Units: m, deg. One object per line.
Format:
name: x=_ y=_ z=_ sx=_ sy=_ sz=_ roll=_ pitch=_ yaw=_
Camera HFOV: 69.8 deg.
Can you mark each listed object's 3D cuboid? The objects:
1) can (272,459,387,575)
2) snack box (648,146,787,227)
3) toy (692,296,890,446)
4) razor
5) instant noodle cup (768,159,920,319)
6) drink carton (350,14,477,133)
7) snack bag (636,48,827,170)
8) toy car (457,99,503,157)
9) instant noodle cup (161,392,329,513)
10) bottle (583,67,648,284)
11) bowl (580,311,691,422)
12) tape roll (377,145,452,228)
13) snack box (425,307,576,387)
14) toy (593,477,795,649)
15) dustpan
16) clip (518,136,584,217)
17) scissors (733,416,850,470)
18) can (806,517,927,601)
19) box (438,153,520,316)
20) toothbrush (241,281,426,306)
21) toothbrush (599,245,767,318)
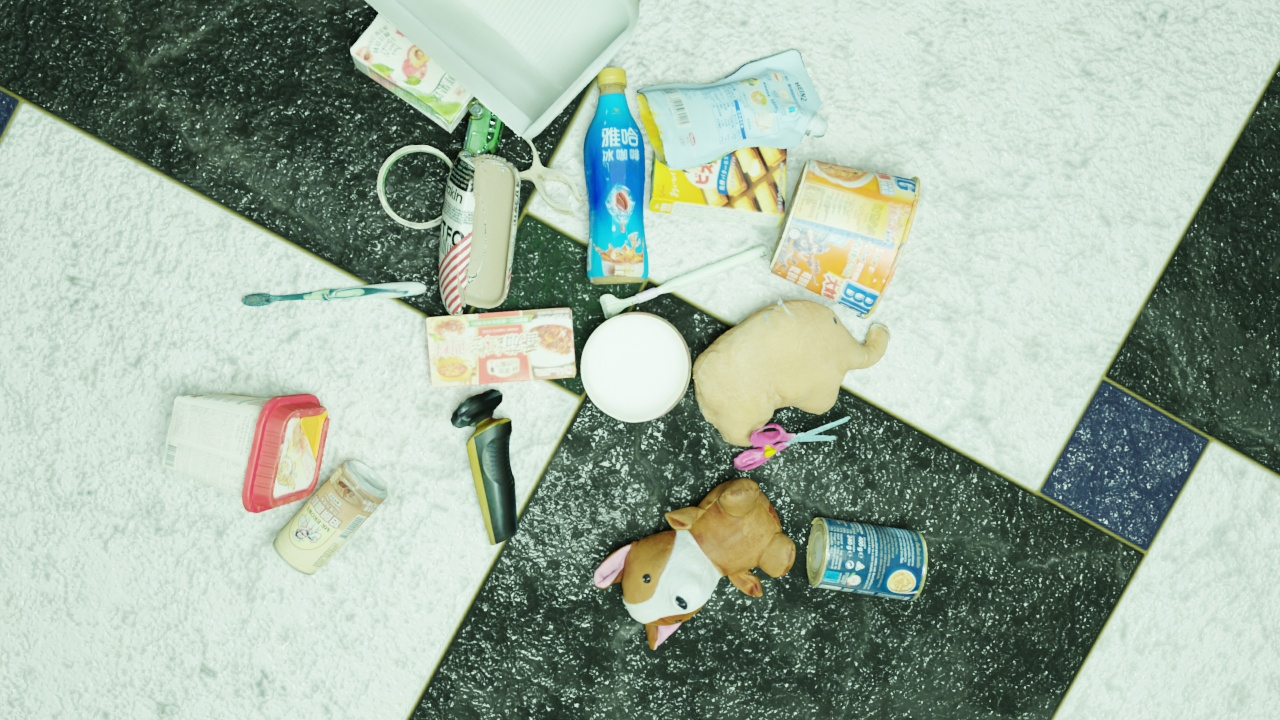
can: x=-0.322 y=0.163 z=0.955 sx=0.058 sy=0.058 sz=0.116 roll=43 pitch=91 yaw=-5
snack box: x=0.081 y=-0.191 z=0.957 sx=0.140 sy=0.034 sz=0.086 roll=6 pitch=71 yaw=-2
toy: x=0.163 y=-0.001 z=0.965 sx=0.226 sy=0.082 sz=0.143 roll=-24 pitch=124 yaw=-3
razor: x=-0.161 y=0.115 z=0.971 sx=0.068 sy=0.062 sz=0.167 roll=-3 pitch=101 yaw=27
instant noodle cup: x=0.201 y=-0.130 z=0.931 sx=0.111 sy=0.151 sz=0.151 roll=19 pitch=92 yaw=4
drink carton: x=-0.229 y=-0.291 z=0.938 sx=0.122 sy=0.045 sz=0.053 roll=35 pitch=80 yaw=-6
snack bag: x=0.098 y=-0.258 z=0.947 sx=0.190 sy=0.039 sz=0.110 roll=-16 pitch=64 yaw=-14
toy car: x=-0.165 y=-0.231 z=0.948 sx=0.036 sy=0.043 sz=0.091 roll=17 pitch=93 yaw=-5
instant noodle cup: x=-0.398 y=0.082 z=0.925 sx=0.124 sy=0.116 sz=0.116 roll=13 pitch=92 yaw=7
bottle: x=-0.026 y=-0.189 z=0.949 sx=0.065 sy=0.065 sz=0.218 roll=-2 pitch=93 yaw=-4
bowl: x=-0.006 y=0.006 z=0.963 sx=0.113 sy=0.062 sz=0.113 roll=0 pitch=93 yaw=-2
tape roll: x=-0.232 y=-0.182 z=0.961 sx=0.086 sy=0.014 sz=0.086 roll=0 pitch=94 yaw=-3
snack box: x=-0.146 y=-0.014 z=0.972 sx=0.153 sy=0.025 sz=0.075 roll=-4 pitch=93 yaw=-3
toy: x=0.059 y=0.213 z=0.958 sx=0.200 sy=0.130 sz=0.140 roll=-32 pitch=101 yaw=8
dustpan: x=-0.113 y=-0.353 z=0.871 sx=0.222 sy=0.257 sz=0.143 roll=40 pitch=114 yaw=-5
clip: x=-0.102 y=-0.192 z=0.962 sx=0.100 sy=0.034 sz=0.072 roll=39 pitch=91 yaw=3
scissors: x=0.160 y=0.080 z=0.969 sx=0.134 sy=0.113 sz=0.017 roll=-21 pitch=59 yaw=0
can: x=0.240 y=0.212 z=0.985 sx=0.111 sy=0.075 sz=0.075 roll=9 pitch=93 yaw=-4
box: x=-0.161 y=-0.128 z=0.935 sx=0.087 sy=0.076 sz=0.163 roll=-7 pitch=116 yaw=-31
toothbrush: x=-0.321 y=-0.069 z=0.961 sx=0.191 sy=0.018 sz=0.016 roll=-4 pitch=93 yaw=-3
toothbrush: x=0.048 y=-0.088 z=0.983 sx=0.189 sy=0.020 sz=0.029 roll=-20 pitch=125 yaw=-3
